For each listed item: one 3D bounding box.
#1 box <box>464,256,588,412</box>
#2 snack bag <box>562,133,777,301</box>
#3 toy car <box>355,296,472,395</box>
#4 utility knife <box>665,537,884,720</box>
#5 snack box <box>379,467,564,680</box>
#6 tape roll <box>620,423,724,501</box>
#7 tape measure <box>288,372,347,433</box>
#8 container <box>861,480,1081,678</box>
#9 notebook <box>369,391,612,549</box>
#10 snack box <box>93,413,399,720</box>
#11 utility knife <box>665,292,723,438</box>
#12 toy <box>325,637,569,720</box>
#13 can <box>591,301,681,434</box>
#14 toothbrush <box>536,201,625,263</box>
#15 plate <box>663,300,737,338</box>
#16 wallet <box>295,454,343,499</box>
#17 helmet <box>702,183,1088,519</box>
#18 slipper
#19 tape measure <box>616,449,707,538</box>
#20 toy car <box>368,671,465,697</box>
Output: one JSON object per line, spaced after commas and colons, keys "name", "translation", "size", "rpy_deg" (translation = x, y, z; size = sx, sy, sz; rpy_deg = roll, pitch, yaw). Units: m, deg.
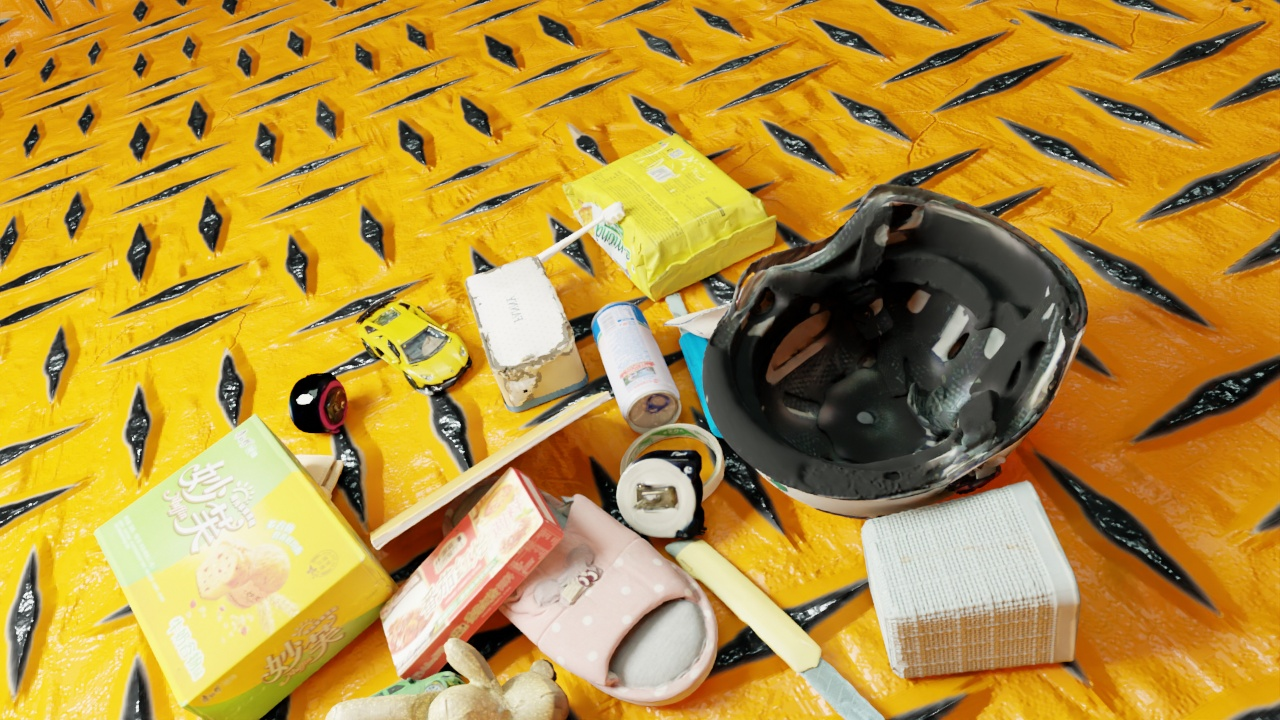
{"name": "box", "translation": [-0.117, -0.034, 0.907], "size": [0.090, 0.062, 0.184], "rpy_deg": [-19, 39, -4]}
{"name": "snack bag", "translation": [0.027, -0.169, 1.003], "size": [0.158, 0.068, 0.246], "rpy_deg": [-26, 41, -12]}
{"name": "toy car", "translation": [-0.232, -0.018, 0.940], "size": [0.071, 0.041, 0.156], "rpy_deg": [-38, 47, -23]}
{"name": "utility knife", "translation": [0.089, 0.183, 0.633], "size": [0.031, 0.022, 0.216], "rpy_deg": [-34, 38, -18]}
{"name": "snack box", "translation": [-0.125, 0.156, 0.669], "size": [0.153, 0.025, 0.075], "rpy_deg": [-47, 37, 3]}
{"name": "tape roll", "translation": [0.027, 0.088, 0.761], "size": [0.086, 0.014, 0.085], "rpy_deg": [-9, 42, 8]}
{"name": "tape measure", "translation": [-0.308, 0.042, 0.885], "size": [0.039, 0.057, 0.057], "rpy_deg": [-1, 35, 14]}
{"name": "container", "translation": [0.207, 0.144, 0.589], "size": [0.111, 0.090, 0.089], "rpy_deg": [-12, 41, 9]}
{"name": "notebook", "translation": [-0.127, 0.087, 0.745], "size": [0.206, 0.010, 0.146], "rpy_deg": [-33, 2, -19]}
{"name": "snack box", "translation": [-0.312, 0.160, 0.725], "size": [0.157, 0.070, 0.210], "rpy_deg": [-40, 52, -17]}
{"name": "utility knife", "translation": [0.056, -0.003, 0.848], "size": [0.034, 0.018, 0.218], "rpy_deg": [-3, 38, -13]}
{"name": "toy", "translation": [-0.120, 0.233, 0.581], "size": [0.157, 0.066, 0.105], "rpy_deg": [-1, 51, -25]}
{"name": "can", "translation": [-0.005, 0.005, 0.832], "size": [0.053, 0.053, 0.134], "rpy_deg": [-19, 41, -3]}
{"name": "toothbrush", "translation": [-0.090, -0.114, 0.970], "size": [0.180, 0.016, 0.016], "rpy_deg": [-29, 52, 22]}
{"name": "plate", "translation": [0.115, -0.048, 0.820], "size": [0.163, 0.034, 0.164], "rpy_deg": [-18, 2, -15]}
{"name": "wallet", "translation": [-0.318, 0.131, 0.816], "size": [0.087, 0.024, 0.114], "rpy_deg": [-2, 43, 13]}
{"name": "helmet", "translation": [0.184, 0.013, 0.686], "size": [0.273, 0.157, 0.230], "rpy_deg": [-42, 57, -12]}
{"name": "slipper", "translation": [-0.056, 0.154, 0.683], "size": [0.114, 0.054, 0.275], "rpy_deg": [-40, 45, -25]}
{"name": "tape measure", "translation": [0.016, 0.103, 0.708], "size": [0.066, 0.066, 0.033], "rpy_deg": [-4, 6, 15]}
{"name": "toy car", "translation": [-0.161, 0.242, 0.629], "size": [0.091, 0.043, 0.036], "rpy_deg": [-21, 41, -7]}
